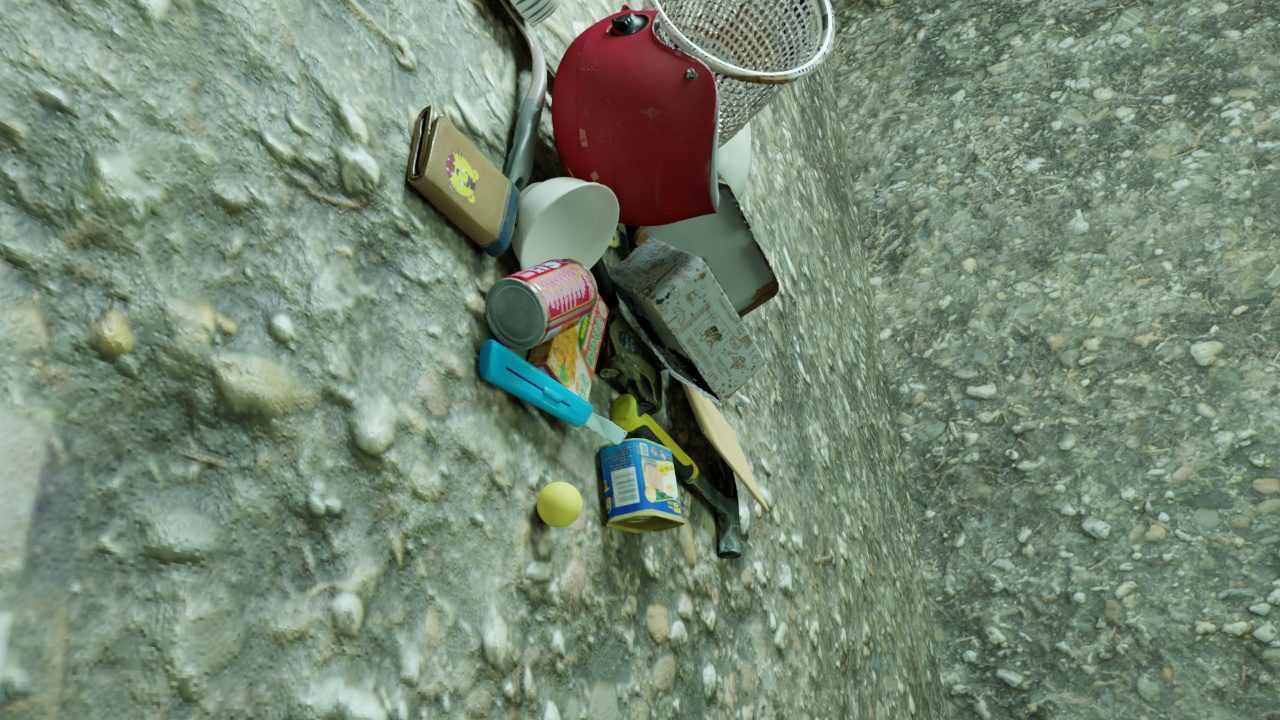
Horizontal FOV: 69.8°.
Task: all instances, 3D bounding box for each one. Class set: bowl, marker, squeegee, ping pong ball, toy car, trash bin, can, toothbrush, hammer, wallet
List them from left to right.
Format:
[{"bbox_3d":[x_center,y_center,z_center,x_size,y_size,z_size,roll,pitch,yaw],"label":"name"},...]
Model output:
[{"bbox_3d":[-0.154,-0.156,0.805,0.115,0.033,0.090,42,41,-47],"label":"wallet"},{"bbox_3d":[-0.116,-0.265,0.948,0.247,0.040,0.249,47,37,-51],"label":"squeegee"},{"bbox_3d":[-0.116,-0.425,0.976,0.116,0.066,0.116,57,17,-27],"label":"bowl"},{"bbox_3d":[-0.087,-0.054,0.832,0.093,0.067,0.066,-33,107,-55],"label":"can"},{"bbox_3d":[-0.086,-0.135,0.887,0.065,0.118,0.118,43,9,27],"label":"bowl"},{"bbox_3d":[-0.072,0.128,0.813,0.040,0.040,0.040,45,37,-50],"label":"ping pong ball"},{"bbox_3d":[-0.054,-0.114,1.010,0.022,0.020,0.132,-46,128,-36],"label":"marker"},{"bbox_3d":[-0.006,0.006,1.041,0.158,0.042,0.070,48,35,-52],"label":"toy car"},{"bbox_3d":[0.001,0.132,0.960,0.102,0.057,0.083,30,47,-60],"label":"can"},{"bbox_3d":[0.008,-0.090,1.137,0.027,0.026,0.213,-28,109,-60],"label":"toothbrush"},{"bbox_3d":[0.052,0.128,1.113,0.323,0.032,0.126,48,35,-48],"label":"hammer"},{"bbox_3d":[0.079,-0.352,1.055,0.193,0.227,0.227,128,-34,-60],"label":"trash bin"},{"bbox_3d":[0.115,0.027,1.326,0.221,0.026,0.026,39,21,-55],"label":"toothbrush"}]

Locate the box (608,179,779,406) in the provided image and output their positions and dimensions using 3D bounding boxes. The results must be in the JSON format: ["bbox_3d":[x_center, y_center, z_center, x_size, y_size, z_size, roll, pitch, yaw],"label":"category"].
[{"bbox_3d":[0.090,-0.085,1.083,0.183,0.193,0.157,54,-10,-33],"label":"box"}]

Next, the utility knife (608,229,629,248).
[{"bbox_3d":[-0.049,-0.151,1.073,0.206,0.021,0.031,9,75,-71],"label":"utility knife"}]

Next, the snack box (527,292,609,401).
[{"bbox_3d":[-0.071,-0.024,0.923,0.155,0.027,0.077,-79,148,-44],"label":"snack box"}]

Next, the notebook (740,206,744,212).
[{"bbox_3d":[0.090,-0.131,1.263,0.148,0.008,0.207,-67,169,23],"label":"notebook"}]

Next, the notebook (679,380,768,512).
[{"bbox_3d":[0.105,0.097,1.214,0.211,0.012,0.149,51,12,-43],"label":"notebook"}]

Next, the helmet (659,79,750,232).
[{"bbox_3d":[0.073,-0.303,1.255,0.229,0.157,0.274,-24,99,-67],"label":"helmet"}]

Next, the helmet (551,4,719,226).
[{"bbox_3d":[-0.024,-0.243,0.945,0.240,0.143,0.207,58,-15,32],"label":"helmet"}]

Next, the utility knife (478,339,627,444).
[{"bbox_3d":[-0.074,0.037,0.848,0.204,0.018,0.034,35,65,-45],"label":"utility knife"}]
